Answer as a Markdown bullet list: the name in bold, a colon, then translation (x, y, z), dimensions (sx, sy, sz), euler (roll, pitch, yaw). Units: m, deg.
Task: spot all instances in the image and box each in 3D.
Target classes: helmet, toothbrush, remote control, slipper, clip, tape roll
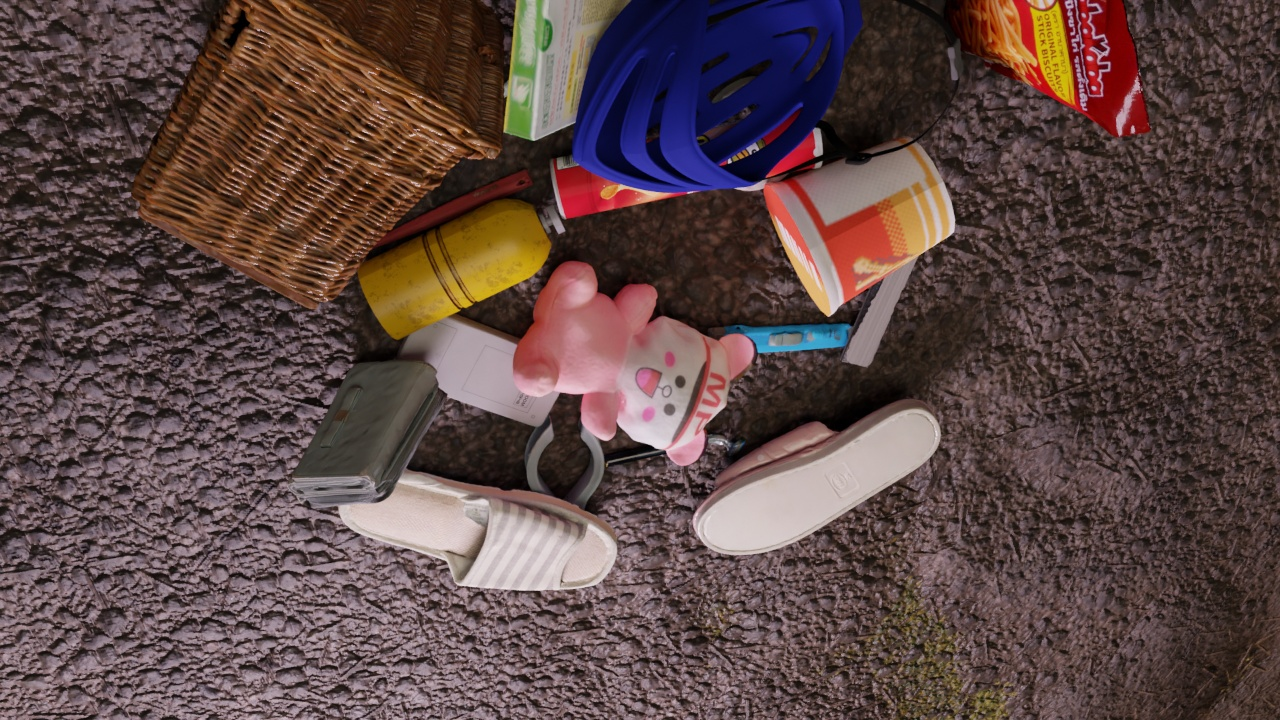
- **helmet**: translation (0.085, -0.186, 0.617), dimensions (0.241, 0.228, 0.148), euler (-39, 129, -18)
- **toothbrush**: translation (-0.178, -0.113, 0.759), dimensions (0.190, 0.016, 0.016), euler (-24, 121, 0)
- **remote control**: translation (0.233, -0.058, 0.889), dimensions (0.033, 0.013, 0.137), euler (13, 110, -21)
- **slipper**: translation (0.180, 0.117, 0.957), dimensions (0.274, 0.054, 0.114), euler (-27, 122, 5)
- **clip**: translation (-0.059, 0.126, 0.917), dimensions (0.115, 0.028, 0.163), euler (1, 119, -13)
- **remote control**: translation (-0.142, 0.006, 0.833), dimensions (0.151, 0.019, 0.074), euler (22, 111, -25)
- **slipper**: translation (-0.156, 0.166, 0.885), dimensions (0.272, 0.054, 0.115), euler (16, 122, -9)
- **tape roll**: translation (0.097, -0.193, 0.783), dimensions (0.093, 0.018, 0.094), euler (-6, 120, -11)

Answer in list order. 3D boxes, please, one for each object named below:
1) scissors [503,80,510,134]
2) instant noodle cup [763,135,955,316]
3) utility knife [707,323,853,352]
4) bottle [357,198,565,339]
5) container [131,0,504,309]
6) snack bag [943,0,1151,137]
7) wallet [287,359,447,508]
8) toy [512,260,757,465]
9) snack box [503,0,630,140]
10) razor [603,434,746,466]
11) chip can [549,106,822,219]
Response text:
- **scissors**: translation (-0.068, -0.254, 0.711), dimensions (0.175, 0.032, 0.093), euler (-44, 123, 7)
- **instant noodle cup**: translation (0.187, -0.121, 0.780), dimensions (0.121, 0.123, 0.123), euler (-26, 122, 4)
- **utility knife**: translation (0.154, -0.024, 0.895), dimensions (0.185, 0.015, 0.031), euler (-5, 120, -14)
- **bottle**: translation (-0.141, -0.083, 0.756), dimensions (0.164, 0.071, 0.071), euler (-25, 122, 1)
- **container**: translation (-0.206, -0.170, 0.599), dimensions (0.162, 0.249, 0.184), euler (32, 117, -27)
- **snack bag**: translation (0.308, -0.257, 0.689), dimensions (0.066, 0.207, 0.139), euler (-23, 122, -1)
- **wallet**: translation (-0.227, 0.061, 0.763), dimensions (0.101, 0.131, 0.054), euler (-12, 132, 29)
- **toy**: translation (-0.005, 0.005, 0.826), dimensions (0.213, 0.084, 0.142), euler (23, 89, -22)
- **snack box**: translation (-0.041, -0.234, 0.633), dimensions (0.027, 0.167, 0.132), euler (18, 119, 13)
- **razor**: translation (0.033, 0.089, 0.925), dimensions (0.144, 0.022, 0.043), euler (-6, 160, -6)
- **chip can**: translation (0.036, -0.161, 0.748), dimensions (0.215, 0.051, 0.052), euler (-11, 121, 2)
